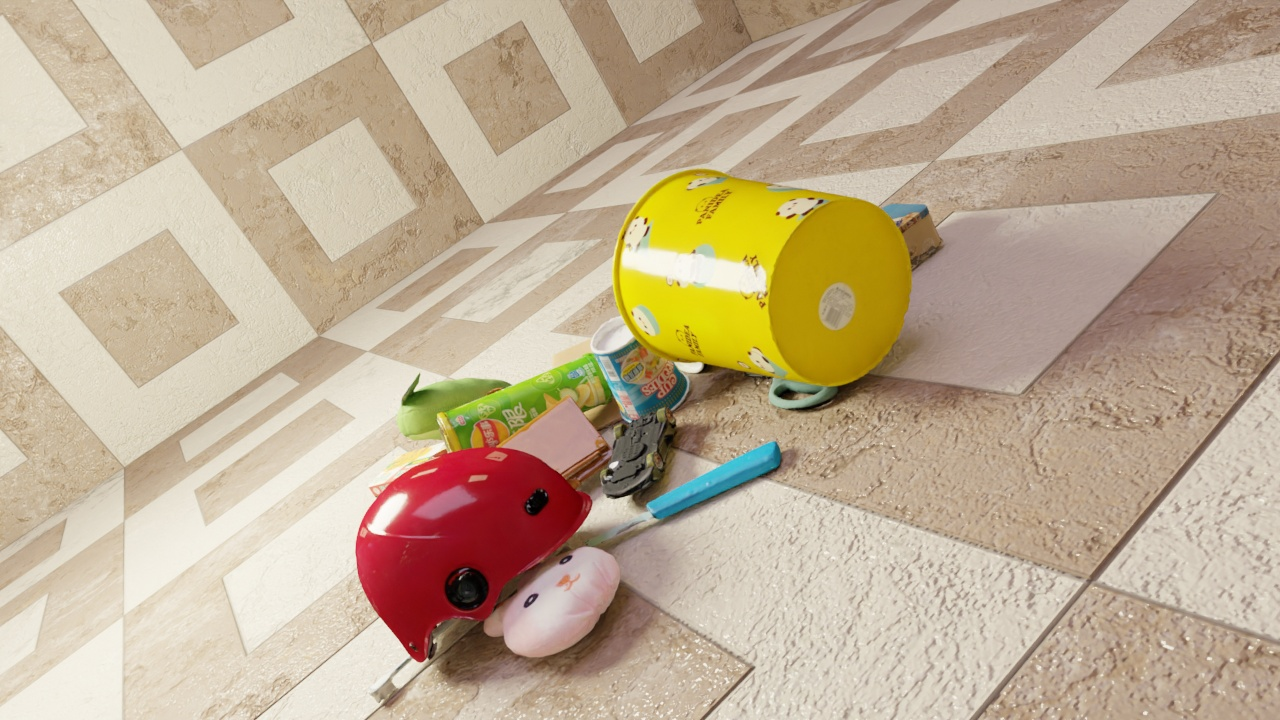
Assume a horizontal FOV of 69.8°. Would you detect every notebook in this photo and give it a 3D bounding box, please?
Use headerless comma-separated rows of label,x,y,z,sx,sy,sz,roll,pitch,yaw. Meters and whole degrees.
notebook,-0.060,0.027,1.252,0.148,0.008,0.207,-24,34,14

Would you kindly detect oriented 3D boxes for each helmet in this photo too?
helmet,-0.181,0.161,0.905,0.240,0.144,0.206,-36,12,15

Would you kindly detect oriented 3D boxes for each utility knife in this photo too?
utility knife,0.040,0.136,0.905,0.218,0.018,0.034,-26,22,8

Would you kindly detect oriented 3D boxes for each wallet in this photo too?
wallet,-0.104,0.115,1.049,0.130,0.035,0.119,-35,57,-8

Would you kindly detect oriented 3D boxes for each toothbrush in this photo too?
toothbrush,-0.200,0.275,0.928,0.016,0.016,0.179,0,34,49

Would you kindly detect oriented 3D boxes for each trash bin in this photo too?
trash bin,0.131,-0.087,0.980,0.229,0.230,0.255,-38,27,-19

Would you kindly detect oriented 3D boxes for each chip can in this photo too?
chip can,-0.142,0.059,1.153,0.221,0.072,0.072,-23,18,-16

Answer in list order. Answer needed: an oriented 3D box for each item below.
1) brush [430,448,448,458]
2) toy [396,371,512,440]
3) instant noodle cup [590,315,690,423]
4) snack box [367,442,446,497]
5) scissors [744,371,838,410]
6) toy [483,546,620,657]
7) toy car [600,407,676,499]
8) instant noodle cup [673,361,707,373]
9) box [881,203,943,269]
brush,-0.204,0.118,1.215,0.146,0.069,0.063,-28,19,7
toy,-0.240,0.068,1.271,0.228,0.090,0.246,-24,-12,34
instant noodle cup,-0.007,0.007,1.120,0.099,0.110,0.099,-22,33,15
snack box,-0.323,0.159,1.347,0.156,0.027,0.076,-16,24,34
scissors,0.182,0.006,1.017,0.143,0.019,0.180,-36,19,-12
toy,-0.086,0.221,0.843,0.160,0.054,0.121,-19,22,50
toy car,-0.001,0.103,1.005,0.070,0.042,0.157,-22,22,23
instant noodle cup,0.074,-0.055,1.177,0.114,0.118,0.119,-49,26,-24
box,0.275,-0.122,1.124,0.184,0.061,0.090,-35,20,-16
